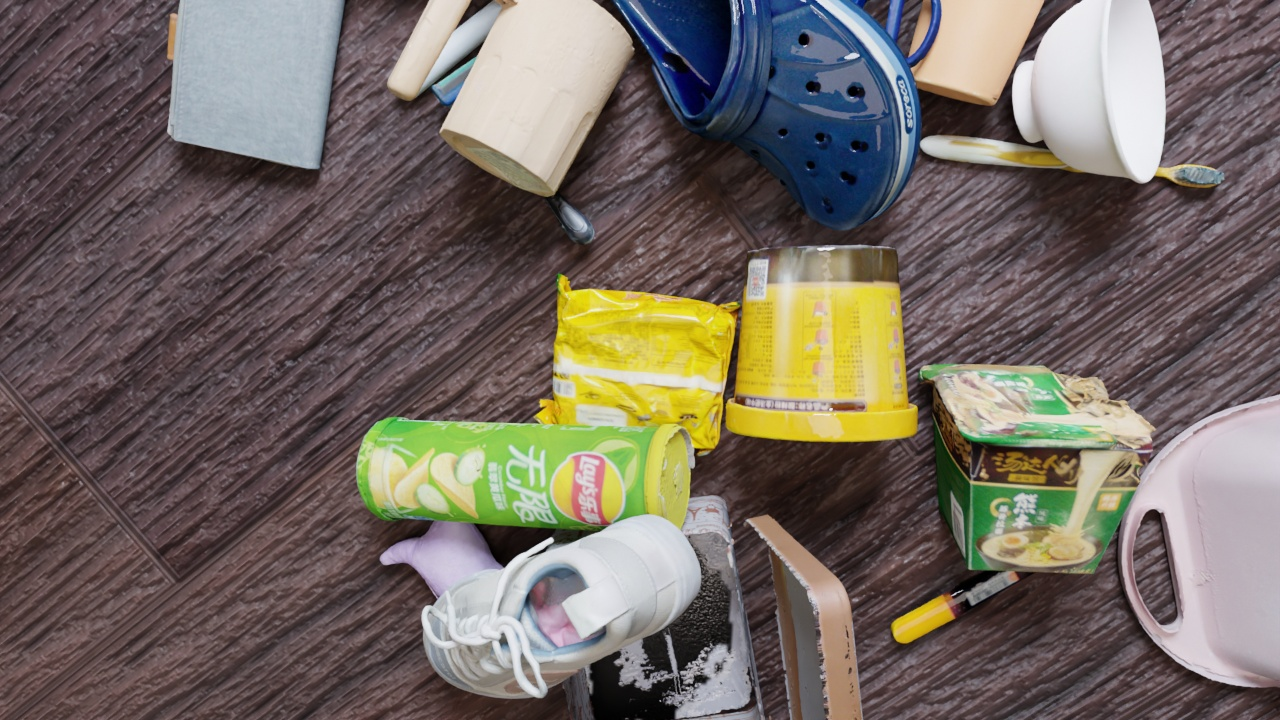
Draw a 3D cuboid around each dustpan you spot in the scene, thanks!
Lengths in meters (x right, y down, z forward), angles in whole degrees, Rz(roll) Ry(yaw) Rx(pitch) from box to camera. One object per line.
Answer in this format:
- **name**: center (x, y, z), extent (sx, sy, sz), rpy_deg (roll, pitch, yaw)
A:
- **dustpan**: center (0.476, 0.110, 0.622), extent (0.273, 0.139, 0.222), rpy_deg (-16, 99, -21)

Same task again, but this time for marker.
- **marker**: center (-0.108, -0.214, 0.601), extent (0.131, 0.018, 0.022), rpy_deg (-36, 63, 9)
- **marker**: center (0.233, 0.165, 0.648), extent (0.124, 0.015, 0.018), rpy_deg (-31, 98, 7)

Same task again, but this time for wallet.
- **wallet**: center (-0.256, -0.201, 0.607), extent (0.106, 0.037, 0.130), rpy_deg (11, 102, -9)

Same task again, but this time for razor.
- **razor**: center (-0.078, -0.135, 0.612), extent (0.042, 0.022, 0.142), rpy_deg (-39, 95, -7)

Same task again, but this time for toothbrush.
- **toothbrush**: center (0.276, -0.128, 0.587), extent (0.191, 0.018, 0.016), rpy_deg (8, 99, 3)

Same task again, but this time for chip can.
- **chip can**: center (-0.079, 0.075, 0.603), extent (0.221, 0.072, 0.072), rpy_deg (0, 101, 19)

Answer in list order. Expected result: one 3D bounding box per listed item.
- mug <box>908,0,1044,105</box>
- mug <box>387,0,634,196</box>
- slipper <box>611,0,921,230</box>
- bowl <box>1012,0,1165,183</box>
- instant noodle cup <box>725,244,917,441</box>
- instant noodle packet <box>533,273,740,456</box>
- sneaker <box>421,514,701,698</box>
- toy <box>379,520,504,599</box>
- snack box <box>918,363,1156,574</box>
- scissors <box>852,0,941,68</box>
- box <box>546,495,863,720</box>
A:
- **mug**: center (0.206, -0.221, 0.550), extent (0.078, 0.078, 0.123), rpy_deg (17, 107, 1)
- **mug**: center (-0.077, -0.173, 0.549), extent (0.124, 0.084, 0.103), rpy_deg (30, 85, -39)
- **slipper**: center (0.062, -0.180, 0.542), extent (0.253, 0.095, 0.105), rpy_deg (47, 143, -1)
- **bowl**: center (0.265, -0.161, 0.551), extent (0.065, 0.118, 0.118), rpy_deg (-2, 103, 43)
- **instant noodle cup**: center (0.113, -0.012, 0.576), extent (0.118, 0.118, 0.114), rpy_deg (0, 93, 4)
- **instant noodle packet**: center (-0.004, 0.004, 0.621), extent (0.128, 0.044, 0.111), rpy_deg (8, 103, 5)
- **sneaker**: center (-0.074, 0.165, 0.549), extent (0.243, 0.090, 0.089), rpy_deg (-33, 82, 40)
- **toy**: center (-0.128, 0.159, 0.661), extent (0.084, 0.039, 0.108), rpy_deg (-36, 94, 10)
- **snack box**: center (0.242, 0.072, 0.586), extent (0.117, 0.118, 0.106), rpy_deg (2, 111, 4)
- **scissors**: center (0.147, -0.258, 0.543), extent (0.141, 0.012, 0.171), rpy_deg (-12, 87, 36)
- **box**: center (0.024, 0.200, 0.586), extent (0.156, 0.227, 0.180), rpy_deg (-10, 101, -10)
